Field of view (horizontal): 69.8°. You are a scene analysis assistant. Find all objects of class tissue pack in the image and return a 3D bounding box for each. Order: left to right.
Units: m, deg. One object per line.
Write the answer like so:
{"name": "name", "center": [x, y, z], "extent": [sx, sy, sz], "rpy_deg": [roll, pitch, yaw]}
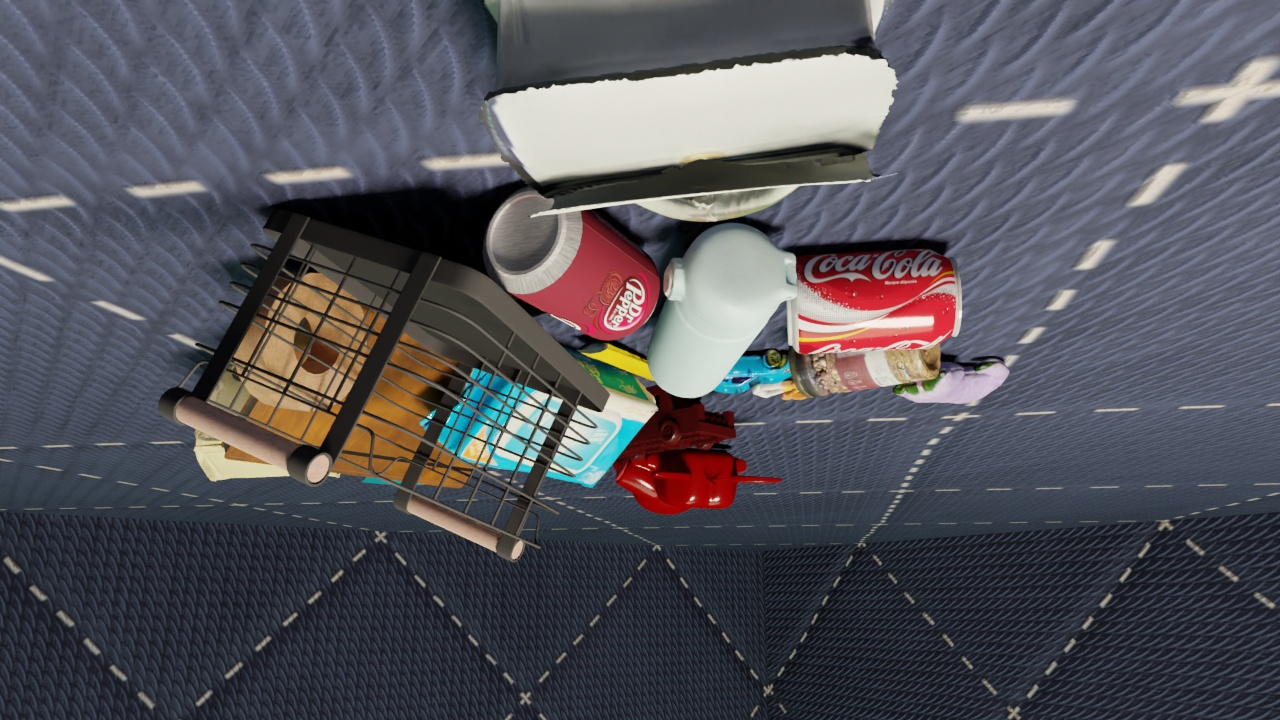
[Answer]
{"name": "tissue pack", "center": [-0.083, 0.045, 0.810], "extent": [0.117, 0.066, 0.209], "rpy_deg": [-49, 140, 15]}

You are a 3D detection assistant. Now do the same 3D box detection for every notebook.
{"name": "notebook", "center": [-0.202, 0.042, 0.778], "extent": [0.249, 0.014, 0.179], "rpy_deg": [17, 118, -47]}

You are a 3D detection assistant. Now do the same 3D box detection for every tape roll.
{"name": "tape roll", "center": [-0.228, -0.013, 0.621], "extent": [0.027, 0.094, 0.094], "rpy_deg": [5, 168, 25]}

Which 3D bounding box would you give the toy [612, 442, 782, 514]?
{"name": "toy", "center": [0.055, 0.128, 1.096], "extent": [0.158, 0.120, 0.197], "rpy_deg": [8, 173, -18]}

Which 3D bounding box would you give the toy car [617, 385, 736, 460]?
{"name": "toy car", "center": [0.017, 0.066, 0.973], "extent": [0.070, 0.061, 0.170], "rpy_deg": [15, 159, -43]}

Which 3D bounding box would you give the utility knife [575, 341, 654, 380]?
{"name": "utility knife", "center": [-0.005, 0.005, 0.836], "extent": [0.030, 0.017, 0.175], "rpy_deg": [-2, 165, 27]}

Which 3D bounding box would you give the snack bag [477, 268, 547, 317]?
{"name": "snack bag", "center": [-0.112, -0.041, 0.664], "extent": [0.156, 0.018, 0.074], "rpy_deg": [-13, 159, 38]}

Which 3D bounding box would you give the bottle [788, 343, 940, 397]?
{"name": "bottle", "center": [0.176, -0.005, 0.725], "extent": [0.105, 0.056, 0.056], "rpy_deg": [-12, 161, 35]}

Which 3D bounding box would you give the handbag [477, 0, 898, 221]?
{"name": "handbag", "center": [0.027, -0.089, 0.387], "extent": [0.151, 0.074, 0.176], "rpy_deg": [-2, 165, 9]}

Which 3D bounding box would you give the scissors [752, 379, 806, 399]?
{"name": "scissors", "center": [0.155, 0.021, 0.906], "extent": [0.073, 0.012, 0.132], "rpy_deg": [4, 165, -14]}

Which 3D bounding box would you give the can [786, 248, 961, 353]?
{"name": "can", "center": [0.147, -0.038, 0.589], "extent": [0.105, 0.064, 0.064], "rpy_deg": [-2, 165, 9]}

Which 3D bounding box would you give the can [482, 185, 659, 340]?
{"name": "can", "center": [-0.037, -0.054, 0.533], "extent": [0.063, 0.063, 0.114], "rpy_deg": [-7, 163, 25]}

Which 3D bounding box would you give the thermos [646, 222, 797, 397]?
{"name": "thermos", "center": [0.046, -0.028, 0.624], "extent": [0.078, 0.065, 0.207], "rpy_deg": [3, 165, -5]}

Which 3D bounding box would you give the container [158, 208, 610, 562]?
{"name": "container", "center": [-0.143, 0.027, 0.570], "extent": [0.163, 0.130, 0.241], "rpy_deg": [18, 166, 24]}

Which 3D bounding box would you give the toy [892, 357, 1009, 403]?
{"name": "toy", "center": [0.290, 0.017, 0.848], "extent": [0.099, 0.036, 0.080], "rpy_deg": [6, 155, -37]}

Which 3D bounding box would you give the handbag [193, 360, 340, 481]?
{"name": "handbag", "center": [-0.328, 0.049, 0.822], "extent": [0.119, 0.111, 0.081], "rpy_deg": [0, 150, -8]}

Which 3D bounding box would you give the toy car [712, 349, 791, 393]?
{"name": "toy car", "center": [0.090, 0.012, 0.833], "extent": [0.105, 0.032, 0.048], "rpy_deg": [-3, 164, 5]}
